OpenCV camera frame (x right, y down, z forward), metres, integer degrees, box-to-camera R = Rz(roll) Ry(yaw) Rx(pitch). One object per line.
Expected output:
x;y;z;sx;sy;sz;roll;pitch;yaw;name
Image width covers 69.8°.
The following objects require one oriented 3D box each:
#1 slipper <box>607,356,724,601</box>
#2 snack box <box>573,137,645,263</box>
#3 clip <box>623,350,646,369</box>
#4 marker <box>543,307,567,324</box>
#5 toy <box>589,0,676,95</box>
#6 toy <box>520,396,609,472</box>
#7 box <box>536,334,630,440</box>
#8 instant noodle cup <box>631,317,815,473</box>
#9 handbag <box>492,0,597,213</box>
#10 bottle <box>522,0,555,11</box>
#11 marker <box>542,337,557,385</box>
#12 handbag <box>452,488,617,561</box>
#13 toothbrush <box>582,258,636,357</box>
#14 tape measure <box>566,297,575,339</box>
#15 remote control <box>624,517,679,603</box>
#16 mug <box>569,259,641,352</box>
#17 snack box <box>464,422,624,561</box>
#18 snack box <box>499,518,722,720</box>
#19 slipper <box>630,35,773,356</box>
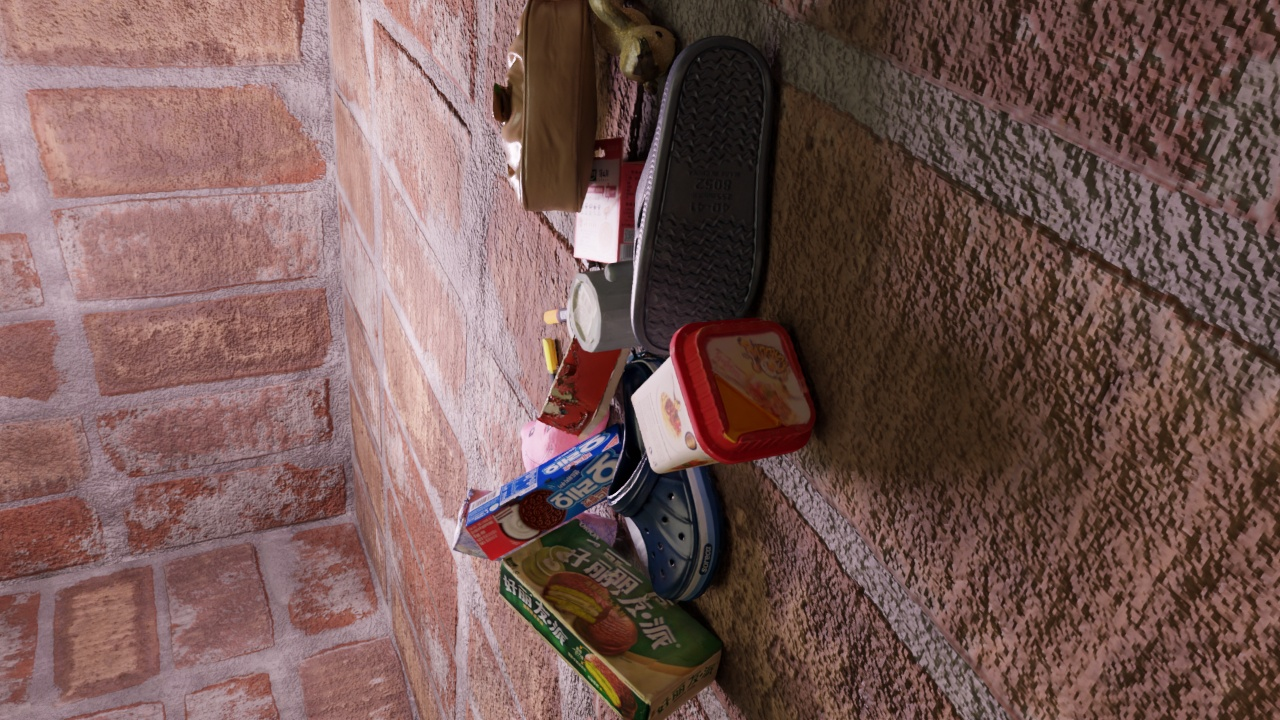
0.014;0.121;0.932;0.105;0.095;0.252;149;113;-66;slipper
-0.027;-0.167;0.966;0.113;0.044;0.127;22;111;61;snack box
-0.007;0.003;1.025;0.056;0.013;0.038;-2;96;65;clip
-0.096;-0.060;1.190;0.124;0.015;0.018;-3;97;62;marker
-0.013;-0.323;0.882;0.105;0.066;0.157;65;-178;-55;toy
-0.104;0.098;1.182;0.195;0.074;0.178;-9;71;54;toy
-0.074;0.028;1.028;0.169;0.079;0.091;127;165;-72;box
0.062;0.037;0.761;0.124;0.116;0.116;-38;63;53;instant noodle cup
-0.092;-0.250;0.914;0.147;0.100;0.204;-105;18;-82;handbag
-0.099;-0.311;1.046;0.068;0.068;0.190;36;130;56;bottle
-0.116;0.030;1.263;0.018;0.015;0.124;1;102;65;marker
-0.136;0.217;1.156;0.134;0.194;0.075;129;152;-64;handbag
-0.037;-0.068;1.039;0.014;0.016;0.188;95;159;-45;toothbrush
-0.063;-0.051;1.100;0.065;0.033;0.066;58;144;42;tape measure
0.013;0.214;1.045;0.136;0.020;0.056;69;153;23;remote control
-0.002;-0.063;0.889;0.083;0.103;0.124;70;154;22;mug
-0.097;0.147;1.039;0.058;0.207;0.057;58;-173;-20;snack box
-0.038;0.279;0.990;0.240;0.114;0.063;34;131;34;snack box
0.049;-0.135;0.777;0.083;0.110;0.268;-115;30;-65;slipper
